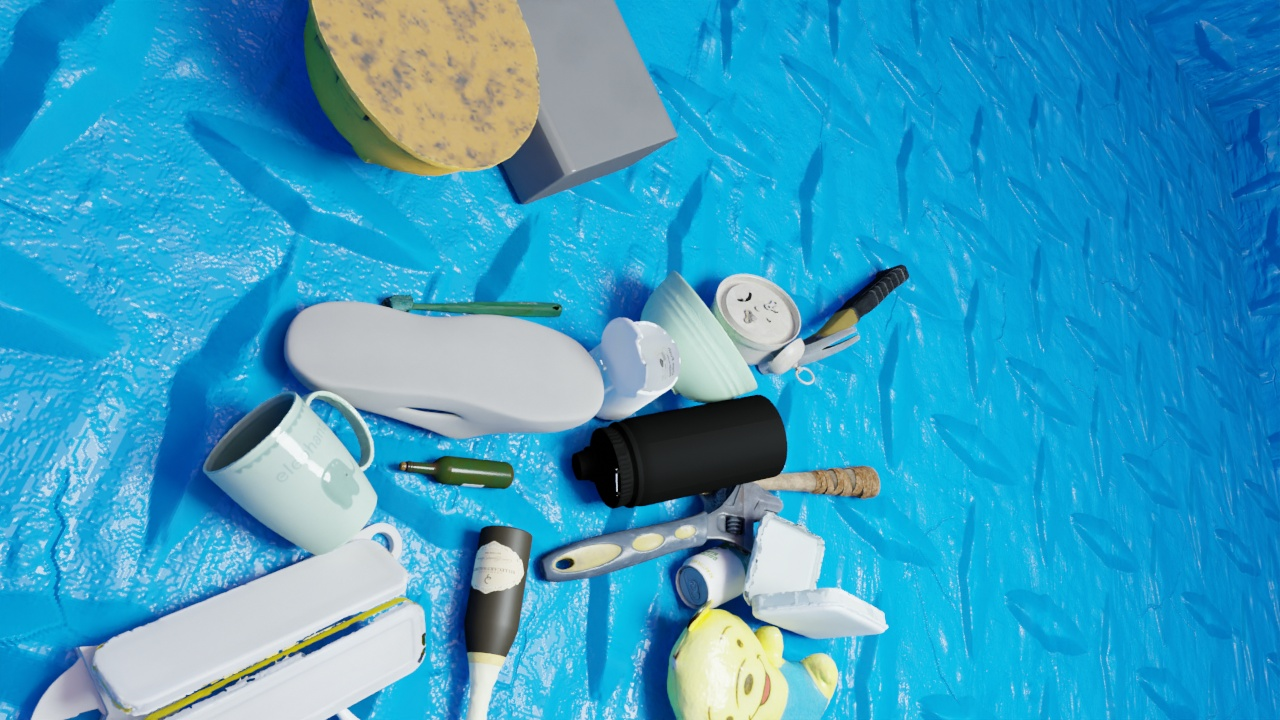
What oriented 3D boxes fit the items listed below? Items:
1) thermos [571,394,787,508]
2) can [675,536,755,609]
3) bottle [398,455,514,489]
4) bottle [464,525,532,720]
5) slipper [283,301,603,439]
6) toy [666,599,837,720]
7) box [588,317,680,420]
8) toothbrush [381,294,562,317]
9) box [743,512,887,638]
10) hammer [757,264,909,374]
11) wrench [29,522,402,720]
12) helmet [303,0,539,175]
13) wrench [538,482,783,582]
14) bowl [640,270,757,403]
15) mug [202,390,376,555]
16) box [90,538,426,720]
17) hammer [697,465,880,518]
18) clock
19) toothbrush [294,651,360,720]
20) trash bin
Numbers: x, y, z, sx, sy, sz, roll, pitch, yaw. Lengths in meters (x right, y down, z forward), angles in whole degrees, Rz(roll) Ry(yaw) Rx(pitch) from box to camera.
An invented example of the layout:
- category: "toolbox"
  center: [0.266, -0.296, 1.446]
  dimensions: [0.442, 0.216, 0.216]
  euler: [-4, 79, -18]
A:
- category: "thermos"
  center: [0.036, 0.091, 0.896]
  dimensions: [0.198, 0.086, 0.086]
  euler: [-9, 80, -23]
- category: "can"
  center: [0.087, 0.217, 0.943]
  dimensions: [0.101, 0.055, 0.055]
  euler: [-11, 82, -43]
- category: "bottle"
  center: [-0.158, 0.095, 0.791]
  dimensions: [0.106, 0.025, 0.025]
  euler: [12, 68, -39]
- category: "bottle"
  center: [-0.125, 0.231, 0.757]
  dimensions: [0.045, 0.046, 0.184]
  euler: [24, 60, -33]
- category: "slipper"
  center: [-0.167, 0.019, 0.787]
  dimensions: [0.265, 0.081, 0.112]
  euler: [7, 49, -25]
- category: "toy"
  center: [0.105, 0.330, 0.901]
  dimensions: [0.214, 0.084, 0.148]
  euler: [29, 56, -28]
- category: "box"
  center: [-0.007, 0.006, 0.864]
  dimensions: [0.092, 0.166, 0.083]
  euler: [-5, 74, -29]
- category: "toothbrush"
  center: [-0.150, -0.050, 0.856]
  dimensions: [0.189, 0.017, 0.016]
  euler: [-1, 76, -42]
- category: "box"
  center: [0.176, 0.215, 0.956]
  dimensions: [0.215, 0.106, 0.127]
  euler: [41, 39, -56]
- category: "hammer"
  center: [0.275, -0.064, 1.185]
  dimensions: [0.331, 0.118, 0.025]
  euler: [-33, 102, -48]
- category: "wrench"
  center: [-0.281, 0.195, 0.653]
  dimensions: [0.272, 0.018, 0.086]
  euler: [-24, 92, -45]
- category: "helmet"
  center: [-0.208, -0.261, 0.800]
  dimensions: [0.204, 0.132, 0.255]
  euler: [-1, 75, -42]
- category: "wrench"
  center: [0.029, 0.170, 0.889]
  dimensions: [0.272, 0.022, 0.073]
  euler: [-8, 73, -28]
- category: "bowl"
  center: [0.049, -0.012, 0.954]
  dimensions: [0.077, 0.151, 0.151]
  euler: [-35, 102, 0]
- category: "mug"
  center: [-0.245, 0.077, 0.683]
  dimensions: [0.104, 0.084, 0.111]
  euler: [53, 41, -27]
- category: "box"
  center: [-0.248, 0.202, 0.632]
  dimensions: [0.209, 0.057, 0.117]
  euler: [-18, 81, -45]
- category: "hammer"
  center: [0.178, 0.139, 1.063]
  dimensions: [0.318, 0.049, 0.121]
  euler: [7, 68, -42]
- category: "clock"
  center: [0.138, -0.027, 1.050]
  dimensions: [0.103, 0.061, 0.157]
  euler: [-30, 70, -38]
- category: "toothbrush"
  center: [-0.191, 0.305, 0.688]
  dimensions: [0.222, 0.027, 0.026]
  euler: [55, 33, -11]
- category: "trash bin"
  center: [-0.087, -0.297, 0.946]
  dimensions: [0.191, 0.098, 0.220]
  euler: [-31, 97, -43]
